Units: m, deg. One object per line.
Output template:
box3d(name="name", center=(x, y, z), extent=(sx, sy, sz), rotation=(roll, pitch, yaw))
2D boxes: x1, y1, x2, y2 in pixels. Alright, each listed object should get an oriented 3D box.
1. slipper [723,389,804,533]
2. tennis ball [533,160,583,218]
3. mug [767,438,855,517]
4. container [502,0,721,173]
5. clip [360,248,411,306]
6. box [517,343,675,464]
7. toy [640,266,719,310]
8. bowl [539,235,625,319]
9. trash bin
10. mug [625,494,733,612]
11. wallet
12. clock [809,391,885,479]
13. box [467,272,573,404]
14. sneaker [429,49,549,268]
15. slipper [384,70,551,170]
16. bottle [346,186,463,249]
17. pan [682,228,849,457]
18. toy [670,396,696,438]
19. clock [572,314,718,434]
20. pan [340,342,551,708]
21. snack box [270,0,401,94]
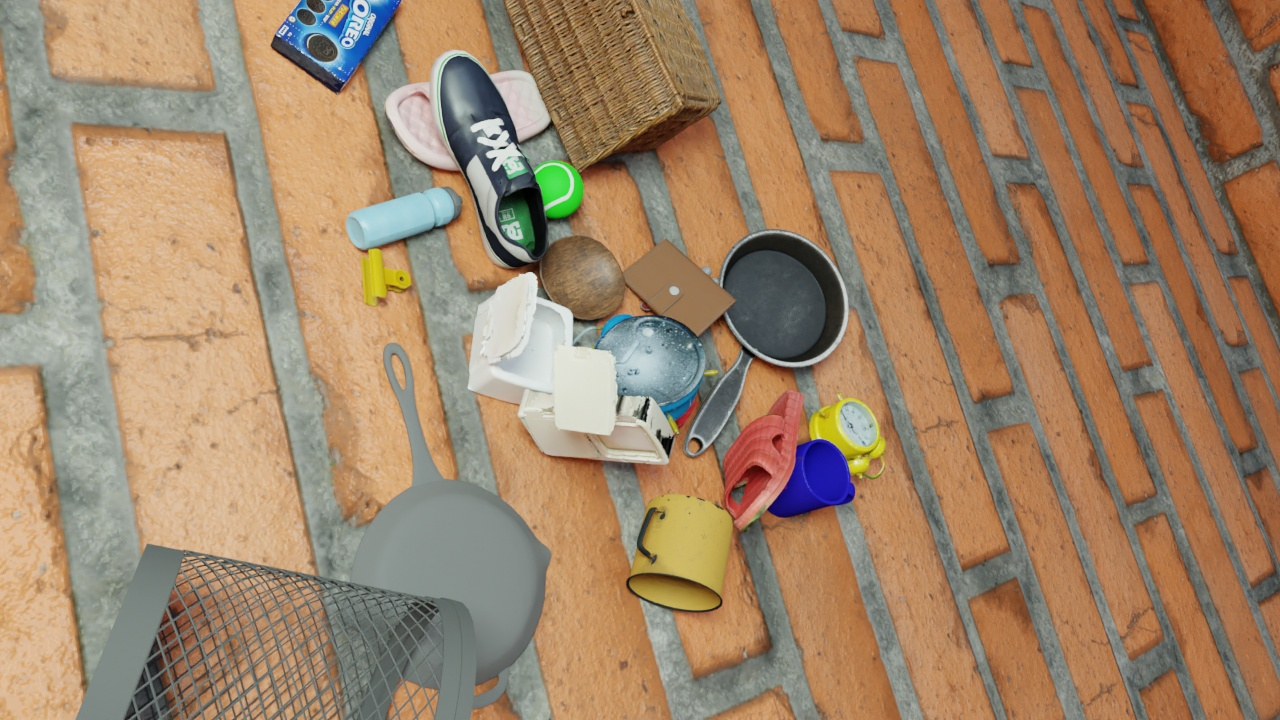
box3d(name="slipper", center=(0.135, 0.105, 1.061), extent=(0.059, 0.104, 0.248), rotation=(32, 33, -2))
box3d(name="tennis ball", center=(-0.098, -0.195, 1.049), extent=(0.065, 0.066, 0.065), rotation=(14, 64, -31))
box3d(name="mug", center=(0.209, 0.150, 1.117), extent=(0.111, 0.084, 0.079), rotation=(27, 58, -25))
box3d(name="container", center=(-0.021, -0.373, 1.103), extent=(0.182, 0.163, 0.250), rotation=(-19, 85, -58))
box3d(name="clip", center=(-0.258, -0.081, 0.919), extent=(0.049, 0.045, 0.054), rotation=(44, 33, -71))
box3d(name="box", center=(-0.062, 0.060, 0.876), extent=(0.186, 0.144, 0.070), rotation=(59, 39, -52))
box3d(name="toy", center=(0.050, -0.077, 1.128), extent=(0.111, 0.030, 0.049), rotation=(-36, 94, -24))
box3d(name="bowl", center=(-0.071, -0.091, 1.051), extent=(0.114, 0.026, 0.102), rotation=(-23, 85, -40))
box3d(name="trash bin", center=(-0.268, 0.252, 0.653), extent=(0.227, 0.218, 0.217), rotation=(22, 60, -23))
box3d(name="mug", center=(0.037, 0.195, 0.960), extent=(0.123, 0.101, 0.093), rotation=(44, 47, -38))
box3d(name="wallet", center=(0.045, -0.086, 1.106), extent=(0.121, 0.013, 0.087), rotation=(43, 65, 12))
box3d(name="clock", center=(0.275, 0.103, 1.201), extent=(0.083, 0.057, 0.118), rotation=(-33, 86, -40))
box3d(name="box", center=(-0.111, -0.029, 0.927), extent=(0.120, 0.137, 0.108), rotation=(18, 60, -31))
box3d(name="sneaker", center=(-0.150, -0.214, 0.965), extent=(0.084, 0.079, 0.235), rotation=(-25, 104, -30))
box3d(name="slipper", center=(-0.182, -0.277, 1.029), extent=(0.220, 0.056, 0.107), rotation=(-29, 91, -41))
box3d(name="bottle", center=(-0.237, -0.150, 0.946), extent=(0.129, 0.040, 0.040), rotation=(-28, 89, -40))
box3d(name="pan", center=(0.141, -0.018, 1.157), extent=(0.187, 0.055, 0.356), rotation=(38, 67, -6))
box3d(name="toy", center=(-0.004, 0.047, 1.035), extent=(0.088, 0.094, 0.133), rotation=(-29, 61, -18))
box3d(name="clock", center=(-0.006, 0.006, 0.971), extent=(0.161, 0.060, 0.116), rotation=(26, 61, 21))
box3d(name="pan", center=(-0.189, 0.147, 0.870), extent=(0.216, 0.024, 0.354), rotation=(-10, 77, -38))
box3d(name="snack box", center=(-0.322, -0.362, 0.980), extent=(0.082, 0.027, 0.149), rotation=(32, 56, -22))
